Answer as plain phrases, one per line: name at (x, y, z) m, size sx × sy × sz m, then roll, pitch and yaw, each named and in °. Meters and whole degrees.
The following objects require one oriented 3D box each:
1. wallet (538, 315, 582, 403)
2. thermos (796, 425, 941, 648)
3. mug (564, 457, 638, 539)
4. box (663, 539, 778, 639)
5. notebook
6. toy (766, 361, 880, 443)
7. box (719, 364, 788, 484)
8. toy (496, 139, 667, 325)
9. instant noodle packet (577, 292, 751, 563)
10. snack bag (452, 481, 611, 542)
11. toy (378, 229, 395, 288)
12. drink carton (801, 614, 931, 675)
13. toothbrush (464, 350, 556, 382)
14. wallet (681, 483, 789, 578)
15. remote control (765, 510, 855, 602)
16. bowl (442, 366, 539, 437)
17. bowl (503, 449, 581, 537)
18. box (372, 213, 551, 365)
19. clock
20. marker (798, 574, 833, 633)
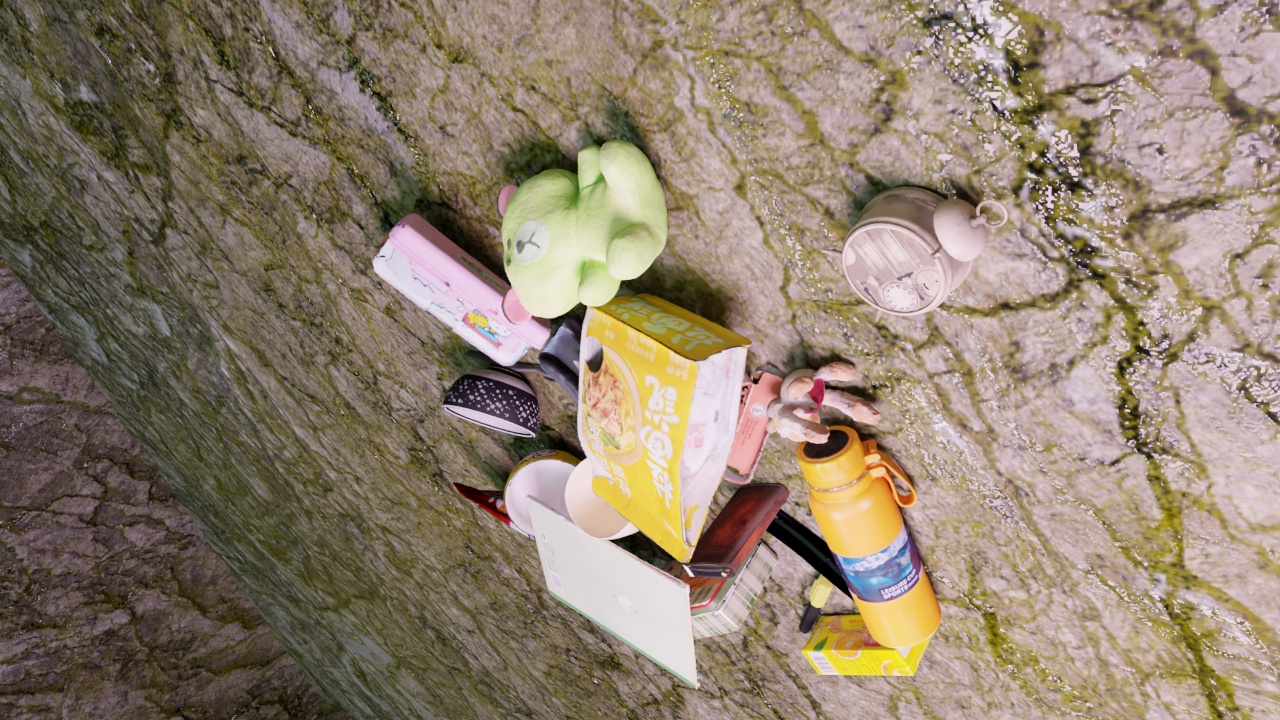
wallet at (-0.055, 0.012, 0.991) m, size 0.115 × 0.026 × 0.089 m, roll 46°, pitch 145°, yaw 1°
thermos at (0.226, 0.166, 0.887) m, size 0.233 × 0.091 × 0.076 m, roll 62°, pitch 169°, yaw -23°
mug at (-0.014, 0.147, 1.072) m, size 0.096 × 0.099 × 0.120 m, roll 48°, pitch 109°, yaw 22°
box at (0.071, 0.278, 1.105) m, size 0.051 × 0.117 × 0.206 m, roll 44°, pitch 146°, yaw -8°
notebook at (-0.036, 0.279, 1.113) m, size 0.253 × 0.010 × 0.182 m, roll 22°, pitch 133°, yaw 35°
toy at (0.147, 0.048, 0.830) m, size 0.074 × 0.085 × 0.106 m, roll 61°, pitch 148°, yaw 0°
box at (0.096, 0.072, 0.926) m, size 0.187 × 0.082 × 0.041 m, roll 99°, pitch 149°, yaw -50°
toy at (-0.053, -0.116, 0.838) m, size 0.197 × 0.107 × 0.150 m, roll -5°, pitch 90°, yaw 53°
instant noodle packet at (0.008, 0.064, 0.877) m, size 0.163 × 0.084 × 0.222 m, roll 28°, pitch 118°, yaw 44°
snack bag at (-0.150, 0.223, 1.272) m, size 0.208 × 0.066 × 0.138 m, roll 20°, pitch -179°, yaw 24°
toy at (-0.254, -0.119, 1.078) m, size 0.128 × 0.065 × 0.095 m, roll -5°, pitch 126°, yaw 34°
drink carton at (0.248, 0.313, 1.014) m, size 0.043 × 0.058 × 0.135 m, roll 53°, pitch 142°, yaw -12°
toothbrush at (-0.160, 0.005, 1.138) m, size 0.167 × 0.012 × 0.013 m, roll 13°, pitch 142°, yaw 36°
wallet at (0.101, 0.178, 0.965) m, size 0.072 × 0.122 × 0.019 m, roll -11°, pitch 117°, yaw 49°
remote control at (0.192, 0.214, 1.003) m, size 0.152 × 0.020 × 0.041 m, roll 37°, pitch 142°, yaw 11°
bowl at (-0.178, 0.046, 1.141) m, size 0.120 × 0.066 × 0.120 m, roll 16°, pitch 167°, yaw 4°
bowl at (-0.116, 0.166, 1.194) m, size 0.117 × 0.067 × 0.117 m, roll -1°, pitch 111°, yaw -2°
box at (-0.193, -0.081, 1.019) m, size 0.201 × 0.077 × 0.146 m, roll 38°, pitch 161°, yaw -14°
clock at (0.204, -0.081, 0.669) m, size 0.093 × 0.054 × 0.141 m, roll 50°, pitch 146°, yaw -9°
marker at (0.201, 0.284, 1.063) m, size 0.021 × 0.017 × 0.124 m, roll -5°, pitch 140°, yaw -9°
